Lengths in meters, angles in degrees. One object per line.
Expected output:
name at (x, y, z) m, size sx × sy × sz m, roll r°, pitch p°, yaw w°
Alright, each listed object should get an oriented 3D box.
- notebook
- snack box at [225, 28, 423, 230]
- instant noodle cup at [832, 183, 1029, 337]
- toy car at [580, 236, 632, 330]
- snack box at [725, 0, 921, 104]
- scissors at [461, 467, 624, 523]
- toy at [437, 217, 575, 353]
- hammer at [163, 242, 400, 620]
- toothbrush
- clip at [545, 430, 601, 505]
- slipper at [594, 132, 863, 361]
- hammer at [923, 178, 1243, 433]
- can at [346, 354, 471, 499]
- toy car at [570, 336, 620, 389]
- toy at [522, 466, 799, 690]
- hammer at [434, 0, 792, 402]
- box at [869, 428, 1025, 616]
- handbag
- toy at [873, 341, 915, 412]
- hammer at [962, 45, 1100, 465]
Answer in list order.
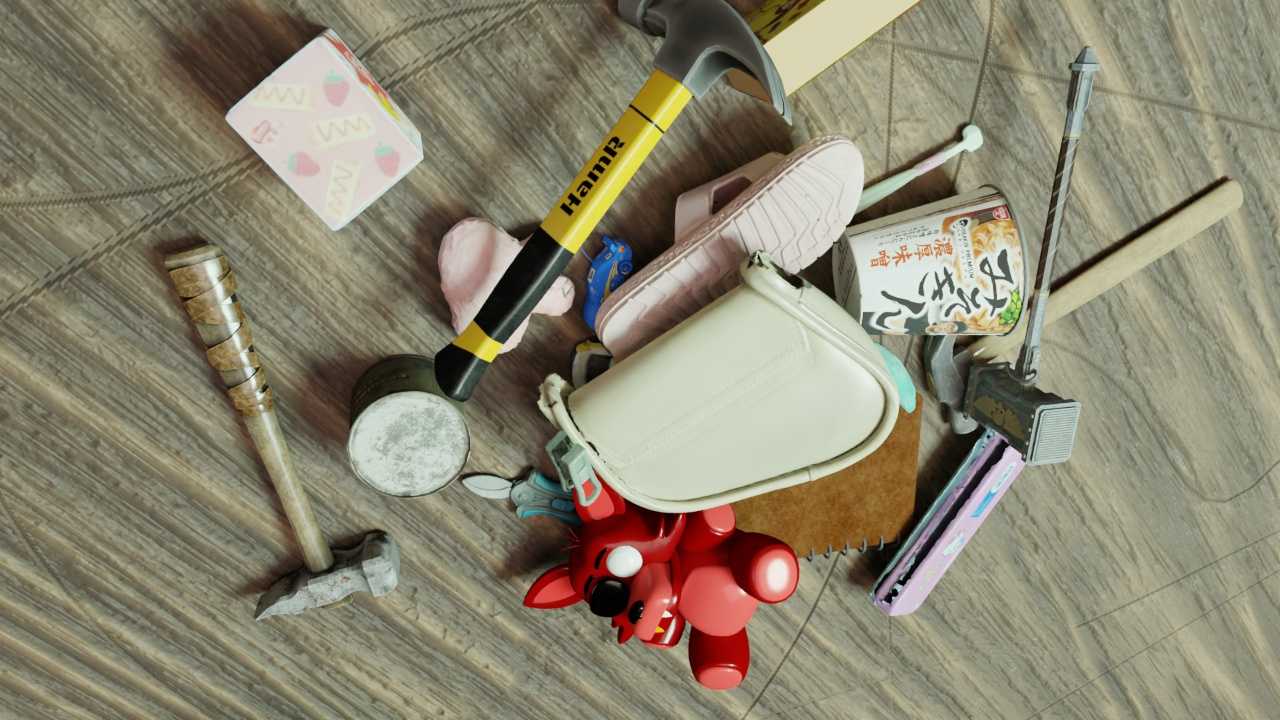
notebook at (0.147, 0.116, 0.848) m, size 0.225 × 0.024 × 0.168 m, roll -7°, pitch 113°, yaw -10°
snack box at (-0.202, -0.154, 0.603) m, size 0.079 × 0.093 × 0.095 m, roll -39°, pitch 116°, yaw 4°
instant noodle cup at (0.226, -0.071, 0.740) m, size 0.122 × 0.123 × 0.124 m, roll -8°, pitch 115°, yaw 0°
toy car at (-0.043, -0.073, 0.709) m, size 0.061 × 0.033 × 0.092 m, roll 15°, pitch 109°, yaw -27°
snack box at (0.123, -0.240, 0.648) m, size 0.126 × 0.088 × 0.040 m, roll -36°, pitch 117°, yaw 3°
scissors at (-0.077, 0.114, 0.795) m, size 0.138 × 0.019 × 0.136 m, roll -33°, pitch 115°, yaw 3°
toy at (-0.099, -0.060, 0.696) m, size 0.105 × 0.053 × 0.108 m, roll -14°, pitch 114°, yaw -20°
hammer at (-0.287, 0.064, 0.708) m, size 0.121 × 0.049 × 0.319 m, roll -14°, pitch 114°, yaw -5°
toothbrush at (0.210, -0.147, 0.752) m, size 0.155 × 0.015 × 0.022 m, roll -29°, pitch 115°, yaw 0°
clip at (-0.048, 0.081, 0.679) m, size 0.023 × 0.044 × 0.076 m, roll -44°, pitch 152°, yaw -19°
slipper at (0.062, -0.090, 0.706) m, size 0.239 × 0.064 × 0.094 m, roll -37°, pitch 138°, yaw 10°
hammer at (0.403, -0.064, 0.830) m, size 0.331 × 0.030 × 0.119 m, roll -31°, pitch 117°, yaw 2°
can at (-0.179, 0.050, 0.710) m, size 0.089 × 0.074 × 0.090 m, roll -6°, pitch 114°, yaw -13°
toy car at (-0.005, 0.004, 0.757) m, size 0.105 × 0.033 × 0.048 m, roll -6°, pitch 113°, yaw -13°
toy at (0.017, 0.181, 0.774) m, size 0.197 × 0.120 × 0.159 m, roll 19°, pitch 116°, yaw -8°
hammer at (-0.036, -0.104, 0.621) m, size 0.325 × 0.170 × 0.034 m, roll -52°, pitch 144°, yaw 8°
box at (0.297, 0.155, 0.882) m, size 0.076 × 0.033 × 0.214 m, roll 13°, pitch 113°, yaw -51°
handbag at (0.060, 0.014, 0.716) m, size 0.229 × 0.131 × 0.184 m, roll -33°, pitch 120°, yaw 13°
toy at (0.189, 0.023, 0.801) m, size 0.105 × 0.033 × 0.085 m, roll -23°, pitch 95°, yaw -13°
hammer at (0.327, -0.081, 0.737) m, size 0.044 × 0.098 × 0.322 m, roll -5°, pitch 113°, yaw -14°
